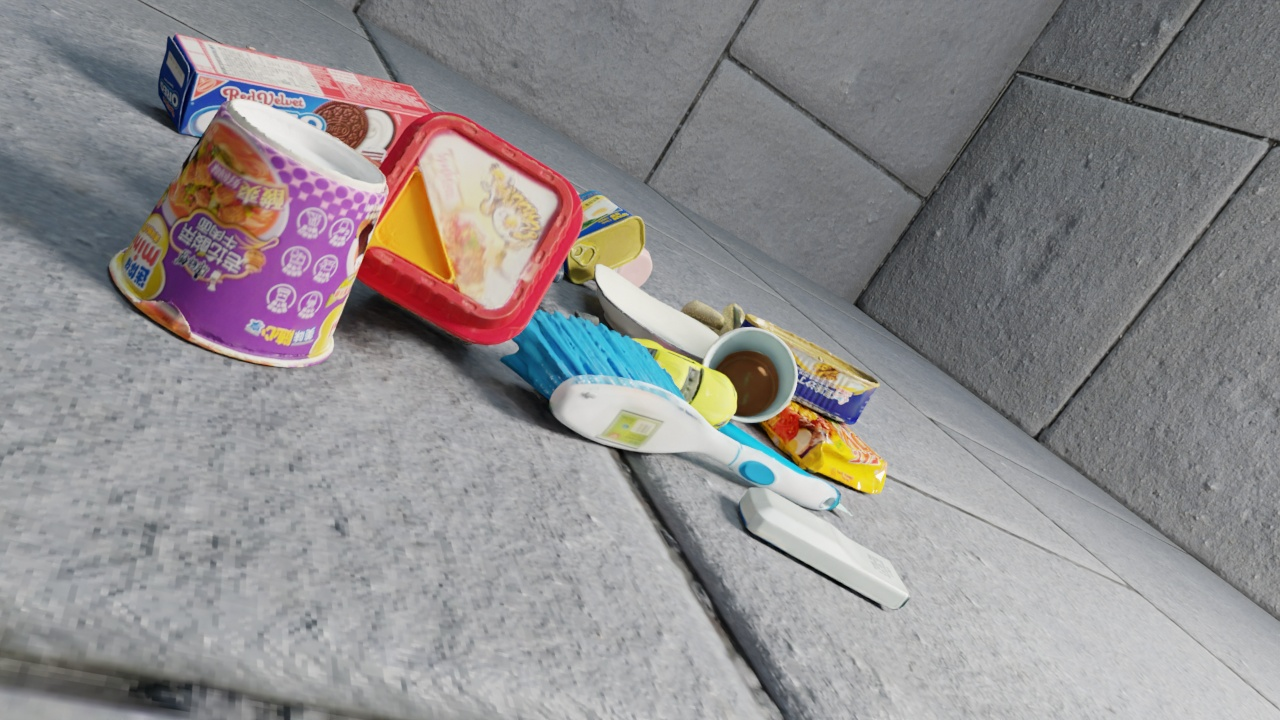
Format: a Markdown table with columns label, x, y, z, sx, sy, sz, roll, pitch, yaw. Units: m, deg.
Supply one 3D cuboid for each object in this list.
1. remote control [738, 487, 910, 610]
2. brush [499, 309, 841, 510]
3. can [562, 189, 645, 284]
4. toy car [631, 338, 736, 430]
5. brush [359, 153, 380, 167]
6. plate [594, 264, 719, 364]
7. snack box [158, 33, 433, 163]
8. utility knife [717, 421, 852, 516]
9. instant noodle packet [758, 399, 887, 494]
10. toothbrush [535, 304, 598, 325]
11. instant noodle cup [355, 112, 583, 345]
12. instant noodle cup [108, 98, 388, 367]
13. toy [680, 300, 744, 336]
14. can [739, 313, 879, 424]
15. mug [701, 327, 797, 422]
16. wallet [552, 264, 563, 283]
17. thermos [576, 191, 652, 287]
| label | x | y | z | sx | sy | sz | roll | pitch | yaw |
| --- | --- | --- | --- | --- | --- | --- | --- | --- | --- |
| remote control | 0.125 | 0.127 | 0.630 | 0.125 | 0.024 | 0.049 | 31 | 14 | -11 |
| brush | 0.038 | 0.049 | 0.662 | 0.314 | 0.061 | 0.109 | 21 | 23 | -48 |
| can | -0.060 | -0.139 | 1.015 | 0.102 | 0.057 | 0.083 | -27 | 46 | -25 |
| toy car | 0.029 | 0.018 | 0.718 | 0.105 | 0.048 | 0.032 | 25 | -18 | -10 |
| brush | -0.202 | -0.099 | 0.591 | 0.063 | 0.069 | 0.145 | 31 | 13 | -1 |
| plate | 0.018 | -0.032 | 0.933 | 0.164 | 0.034 | 0.163 | 29 | 14 | -16 |
| snack box | -0.273 | -0.206 | 0.745 | 0.207 | 0.057 | 0.058 | -1 | 44 | -46 |
| utility knife | 0.100 | 0.079 | 0.756 | 0.182 | 0.018 | 0.034 | 32 | 11 | -5 |
| instant noodle packet | 0.175 | 0.077 | 0.885 | 0.128 | 0.044 | 0.110 | 22 | 21 | -40 |
| toothbrush | -0.101 | -0.050 | 0.766 | 0.188 | 0.017 | 0.014 | 17 | 15 | -45 |
| instant noodle cup | -0.111 | -0.068 | 0.564 | 0.116 | 0.116 | 0.124 | 30 | -18 | -8 |
| instant noodle cup | -0.183 | -0.065 | 0.454 | 0.111 | 0.099 | 0.111 | 32 | 13 | -9 |
| toy | 0.097 | -0.020 | 1.036 | 0.157 | 0.066 | 0.105 | 42 | -26 | 50 |
| can | 0.158 | 0.009 | 0.900 | 0.148 | 0.049 | 0.074 | 27 | 12 | -4 |
| mug | 0.092 | 0.018 | 0.803 | 0.078 | 0.078 | 0.123 | 34 | -3 | 7 |
| wallet | -0.137 | -0.107 | 0.860 | 0.115 | 0.033 | 0.090 | 16 | 18 | -48 |
| thermos | -0.071 | -0.152 | 1.113 | 0.087 | 0.067 | 0.198 | -8 | 39 | -38 |
